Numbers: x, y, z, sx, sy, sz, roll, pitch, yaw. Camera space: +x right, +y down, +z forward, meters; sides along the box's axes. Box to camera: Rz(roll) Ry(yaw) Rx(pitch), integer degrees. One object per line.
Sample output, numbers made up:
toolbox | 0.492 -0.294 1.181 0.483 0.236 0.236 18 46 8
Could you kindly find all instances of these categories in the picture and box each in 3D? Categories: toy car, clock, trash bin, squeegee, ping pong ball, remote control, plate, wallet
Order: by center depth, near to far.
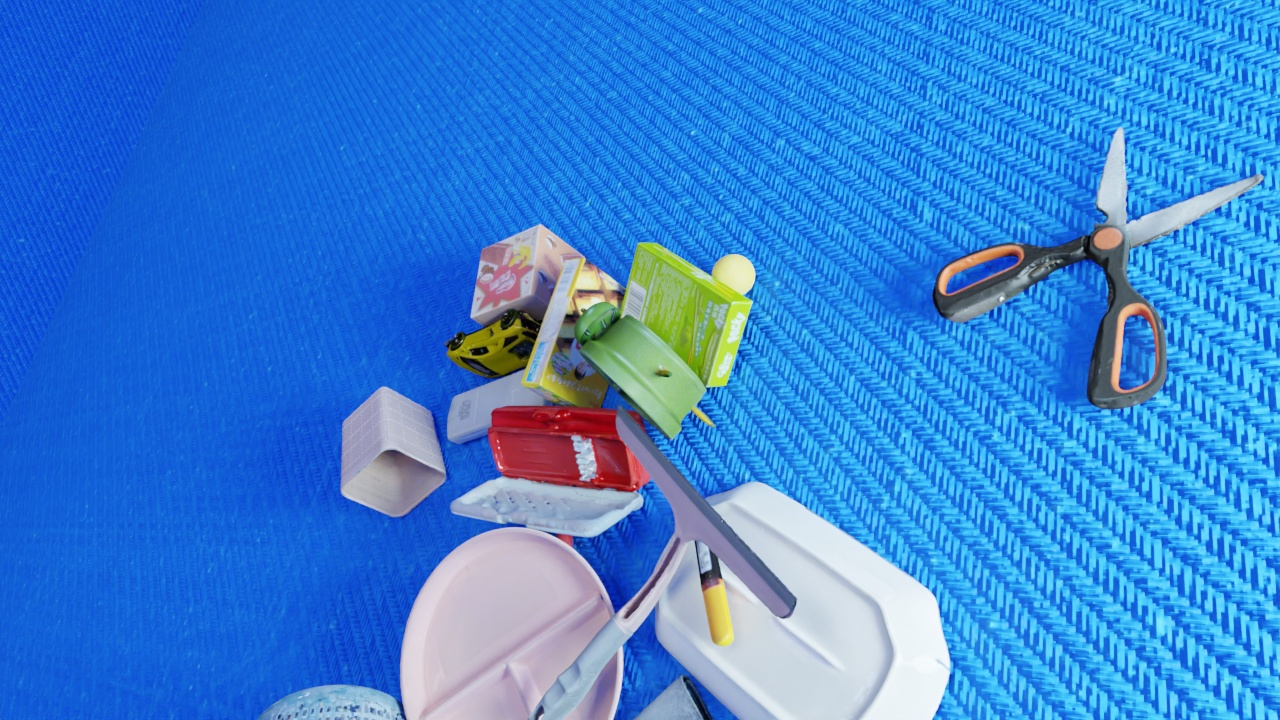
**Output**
plate | 0.100 0.190 0.689 0.266 0.034 0.162 32 89 47
wallet | 0.027 0.316 0.693 0.097 0.019 0.120 -47 45 12
squeegee | -0.014 0.202 0.728 0.250 0.040 0.247 -56 44 11
trash bin | -0.268 0.400 0.783 0.227 0.226 0.194 -40 33 17
plate | -0.113 0.262 0.802 0.230 0.028 0.229 -8 73 26
clock | -0.005 0.005 0.838 0.056 0.116 0.161 -45 46 -5
ping pong ball | 0.087 -0.079 0.858 0.040 0.040 0.040 -22 53 31
toy car | -0.153 -0.012 1.011 0.156 0.071 0.041 -16 52 37
remote control | -0.154 0.049 1.011 0.150 0.021 0.058 -19 54 33

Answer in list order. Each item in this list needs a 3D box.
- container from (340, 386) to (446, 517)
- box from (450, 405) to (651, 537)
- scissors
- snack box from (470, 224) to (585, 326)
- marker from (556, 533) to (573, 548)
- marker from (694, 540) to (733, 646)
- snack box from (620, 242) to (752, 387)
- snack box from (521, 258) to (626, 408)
container | -0.286 0.101 1.052 0.090 0.090 0.110 -40 42 17
box | -0.092 0.101 0.866 0.202 0.100 0.102 0 103 41
scissors | 0.321 -0.068 0.659 0.221 0.021 0.233 -8 60 33
snack box | -0.125 -0.082 1.022 0.093 0.077 0.094 -16 56 34
marker | -0.066 0.209 0.840 0.017 0.017 0.145 -29 49 26
marker | 0.054 0.162 0.711 0.018 0.015 0.123 -33 45 25
snack box | 0.038 -0.046 0.868 0.156 0.026 0.086 38 122 47
snack box | -0.059 -0.022 0.921 0.034 0.087 0.140 5 69 44
